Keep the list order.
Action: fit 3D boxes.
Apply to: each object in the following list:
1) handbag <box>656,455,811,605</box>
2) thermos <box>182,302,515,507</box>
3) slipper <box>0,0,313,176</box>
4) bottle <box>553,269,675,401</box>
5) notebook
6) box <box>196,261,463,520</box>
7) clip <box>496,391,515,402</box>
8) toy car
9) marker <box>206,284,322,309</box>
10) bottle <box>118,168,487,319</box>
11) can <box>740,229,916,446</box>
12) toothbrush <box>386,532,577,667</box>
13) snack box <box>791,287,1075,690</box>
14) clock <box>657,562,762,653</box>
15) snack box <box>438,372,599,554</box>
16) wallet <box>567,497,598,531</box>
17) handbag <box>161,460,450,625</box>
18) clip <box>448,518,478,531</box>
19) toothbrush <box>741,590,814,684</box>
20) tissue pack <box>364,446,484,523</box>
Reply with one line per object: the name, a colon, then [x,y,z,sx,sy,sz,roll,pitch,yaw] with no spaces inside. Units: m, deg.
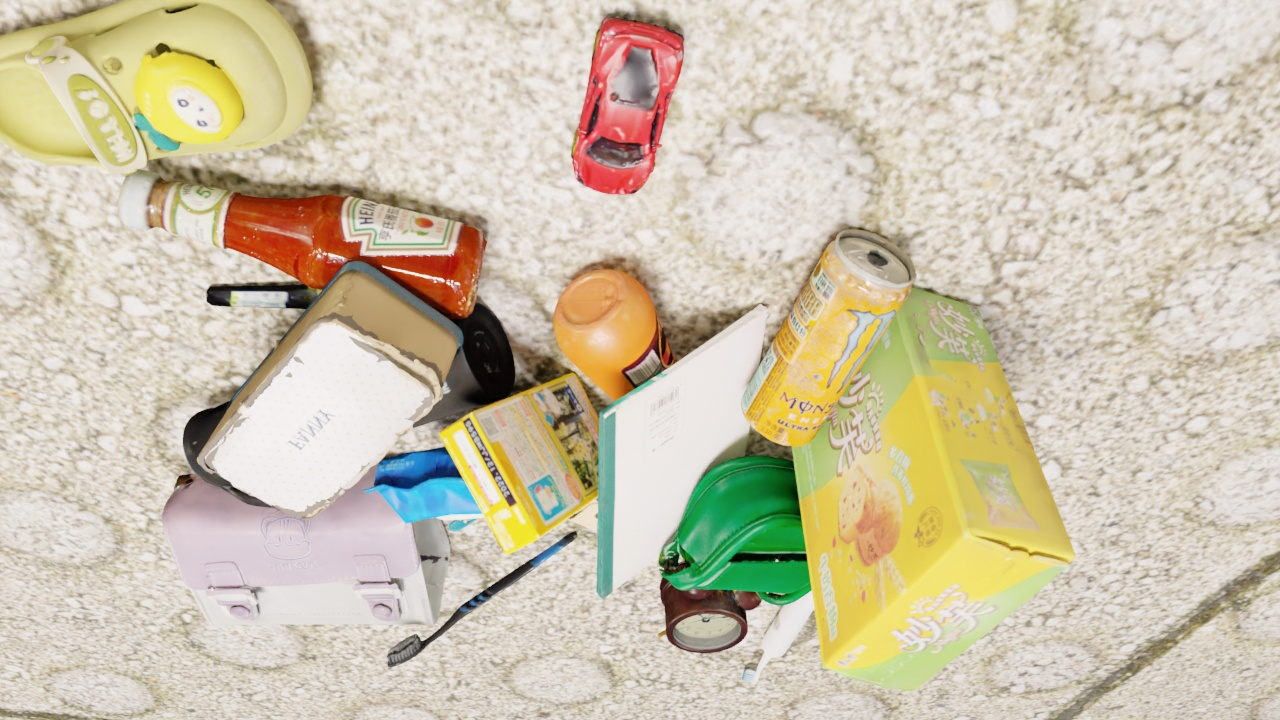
handbag: [0.090,0.136,0.703,0.131,0.068,0.120,17,125,-37]
thermos: [-0.204,0.039,0.648,0.243,0.068,0.090,-19,106,20]
slipper: [-0.266,-0.131,0.477,0.191,0.081,0.092,-6,137,10]
bottle: [-0.004,0.004,0.625,0.067,0.066,0.149,-16,140,16]
notebook: [0.028,0.072,0.655,0.150,0.012,0.210,-32,144,-30]
box: [-0.186,0.020,0.555,0.090,0.059,0.185,38,121,-24]
clip: [-0.082,0.038,0.682,0.058,0.027,0.045,14,126,-13]
toy car: [-0.009,-0.134,0.506,0.049,0.031,0.107,11,136,-9]
marker: [-0.229,-0.043,0.610,0.124,0.015,0.018,0,134,4]
bottle: [-0.198,-0.073,0.549,0.206,0.059,0.060,13,134,-11]
can: [0.119,-0.011,0.600,0.058,0.058,0.146,14,129,-13]
toothbrush: [-0.130,0.196,0.771,0.189,0.014,0.016,-32,125,-23]
snack box: [0.169,0.076,0.588,0.070,0.209,0.158,15,132,-14]
clock: [0.063,0.219,0.839,0.082,0.055,0.122,15,131,-14]
snack box: [-0.065,0.063,0.611,0.034,0.140,0.087,-31,87,27]
wallet: [-0.024,0.115,0.759,0.087,0.024,0.115,-30,129,28]
handbag: [-0.267,0.152,0.752,0.197,0.098,0.145,-2,129,2]
clip: [-0.138,0.122,0.767,0.056,0.039,0.013,-28,131,18]
toothbrush: [0.140,0.269,0.910,0.026,0.026,0.222,16,134,0]
tissue pack: [-0.112,0.085,0.660,0.095,0.052,0.157,-10,175,26]
